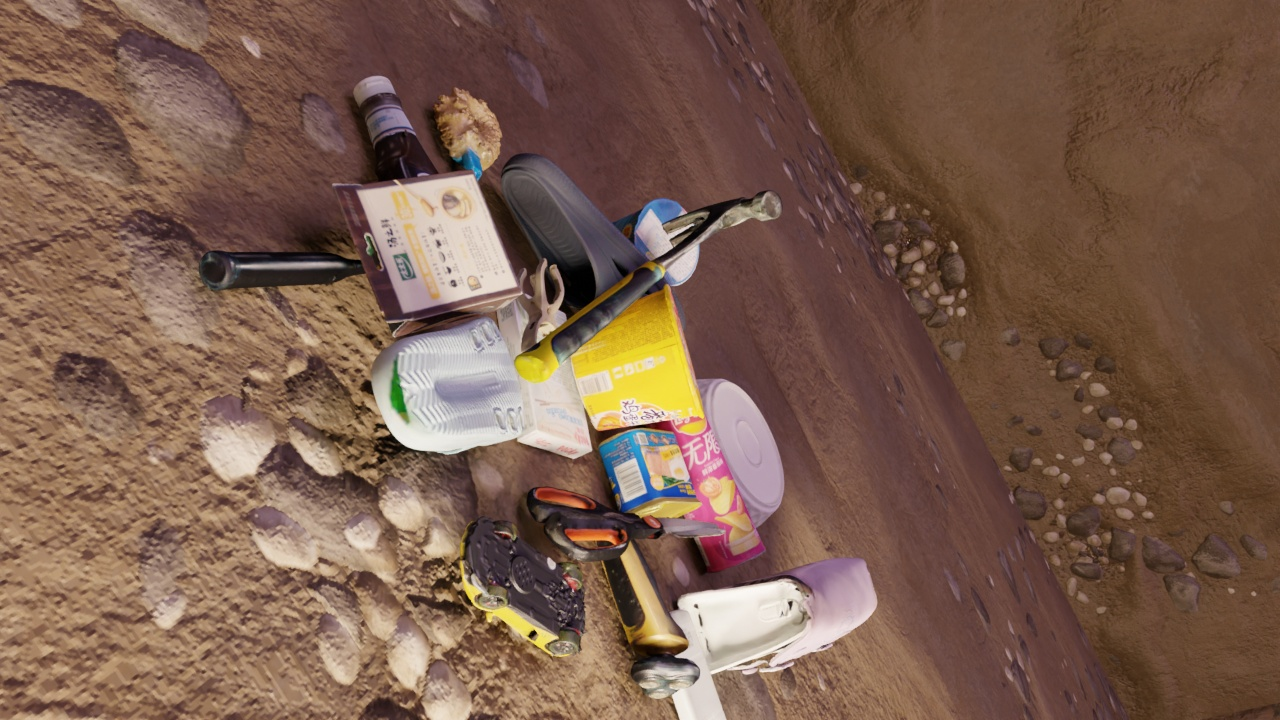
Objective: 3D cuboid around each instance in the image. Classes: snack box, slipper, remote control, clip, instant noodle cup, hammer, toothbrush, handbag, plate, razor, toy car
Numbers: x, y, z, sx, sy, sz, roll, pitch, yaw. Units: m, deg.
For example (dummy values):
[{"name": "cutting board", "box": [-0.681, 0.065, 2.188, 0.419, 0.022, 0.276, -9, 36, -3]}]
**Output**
[{"name": "snack box", "box": [-0.170, -0.086, 0.719, 0.125, 0.053, 0.113, -18, 83, -37]}, {"name": "slipper", "box": [-0.150, 0.025, 0.704, 0.245, 0.074, 0.104, -18, 89, -81]}, {"name": "remote control", "box": [0.049, 0.313, 0.871, 0.058, 0.021, 0.150, 5, 63, -60]}, {"name": "clip", "box": [-0.093, -0.046, 0.868, 0.071, 0.035, 0.100, 29, 46, -50]}, {"name": "instant noodle cup", "box": [-0.005, 0.005, 0.918, 0.138, 0.110, 0.138, -15, 89, -85]}, {"name": "snack box", "box": [-0.093, 0.012, 0.880, 0.084, 0.027, 0.156, 26, 44, -52]}, {"name": "hammer", "box": [0.001, -0.076, 0.882, 0.322, 0.126, 0.032, -41, 113, -34]}, {"name": "toothbrush", "box": [-0.237, -0.068, 0.690, 0.027, 0.026, 0.212, 54, 21, 9]}, {"name": "handbag", "box": [0.152, 0.266, 0.964, 0.196, 0.145, 0.098, 12, 53, -57]}, {"name": "instant noodle cup", "box": [-0.004, -0.128, 1.059, 0.099, 0.110, 0.099, 5, 83, -40]}, {"name": "slipper", "box": [-0.063, -0.096, 0.976, 0.268, 0.111, 0.083, 48, 59, -25]}, {"name": "plate", "box": [0.121, 0.112, 1.164, 0.205, 0.046, 0.204, 43, 32, -36]}, {"name": "razor", "box": [-0.003, 0.221, 0.831, 0.067, 0.062, 0.167, 0, 60, -50]}, {"name": "toy car", "box": [-0.091, 0.176, 0.714, 0.156, 0.041, 0.071, 47, 30, -39]}]

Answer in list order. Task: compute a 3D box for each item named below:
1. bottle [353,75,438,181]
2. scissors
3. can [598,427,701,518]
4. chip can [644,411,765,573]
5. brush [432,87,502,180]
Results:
[{"name": "bottle", "box": [-0.204, -0.161, 0.812, 0.195, 0.044, 0.080, 65, 11, 11]}, {"name": "scissors", "box": [-0.009, 0.141, 0.845, 0.142, 0.022, 0.234, 34, 18, 23]}, {"name": "can", "box": [0.009, 0.118, 0.939, 0.102, 0.057, 0.083, 15, 51, -57]}, {"name": "chip can", "box": [0.065, 0.126, 1.017, 0.071, 0.072, 0.210, -13, 78, -63]}, {"name": "brush", "box": [-0.170, -0.167, 0.900, 0.083, 0.046, 0.254, 36, 40, -50]}]
